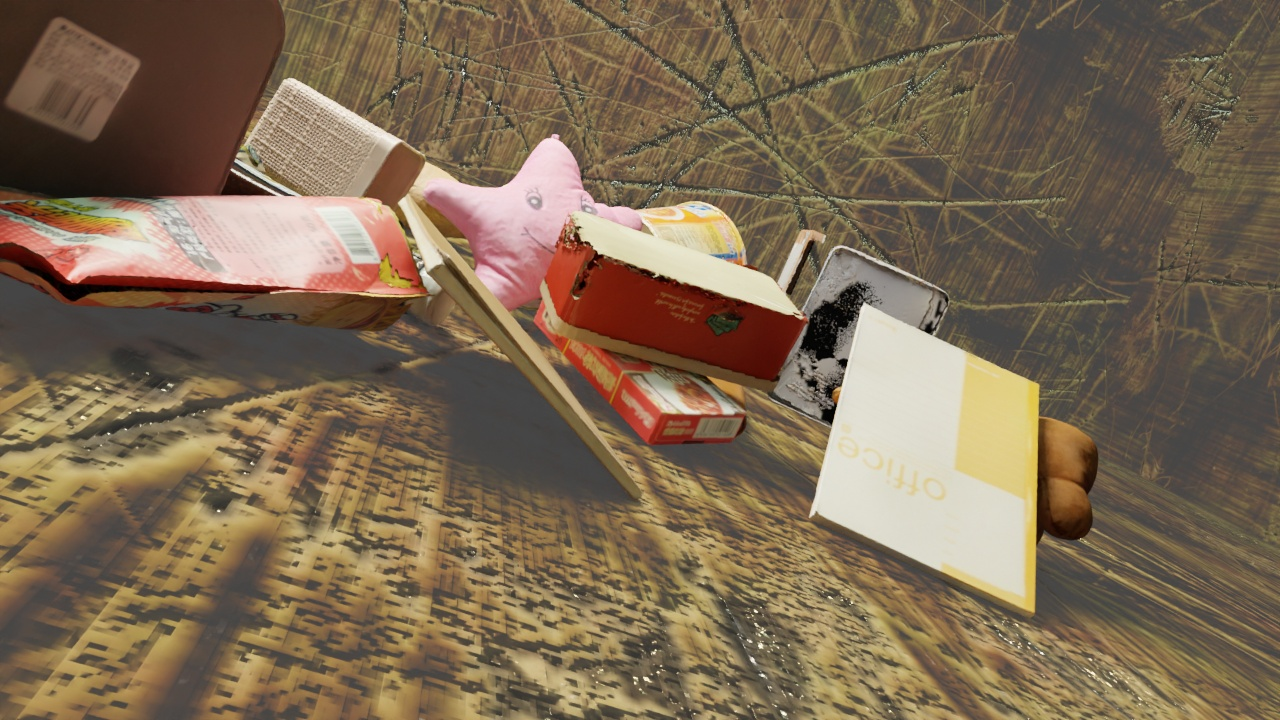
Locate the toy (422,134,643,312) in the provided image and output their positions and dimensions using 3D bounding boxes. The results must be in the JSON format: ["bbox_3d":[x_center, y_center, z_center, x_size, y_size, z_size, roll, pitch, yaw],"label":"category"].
[{"bbox_3d":[-0.081,-0.108,0.745,0.194,0.178,0.075,9,-24,-27],"label":"toy"}]

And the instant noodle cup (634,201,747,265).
[{"bbox_3d":[0.019,-0.091,0.950,0.111,0.151,0.151,-5,28,-46],"label":"instant noodle cup"}]

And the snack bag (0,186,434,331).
[{"bbox_3d":[-0.201,-0.049,0.416,0.129,0.073,0.207,24,13,27],"label":"snack bag"}]

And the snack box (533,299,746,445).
[{"bbox_3d":[-0.004,0.004,0.618,0.075,0.025,0.153,4,28,-41],"label":"snack box"}]

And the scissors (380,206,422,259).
[{"bbox_3d":[-0.182,-0.088,0.691,0.163,0.014,0.165,37,-10,25],"label":"scissors"}]

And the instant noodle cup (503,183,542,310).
[{"bbox_3d":[-0.098,-0.102,0.856,0.111,0.112,0.123,21,18,-17],"label":"instant noodle cup"}]

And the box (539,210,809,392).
[{"bbox_3d":[0.025,-0.047,0.623,0.168,0.077,0.091,15,23,-22],"label":"box"}]

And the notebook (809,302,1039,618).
[{"bbox_3d":[0.198,0.056,0.613,0.146,0.010,0.205,25,46,2],"label":"notebook"}]

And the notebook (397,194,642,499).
[{"bbox_3d":[-0.073,-0.017,0.503,0.149,0.012,0.211,51,-3,-25],"label":"notebook"}]

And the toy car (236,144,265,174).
[{"bbox_3d":[-0.313,-0.140,0.685,0.090,0.042,0.035,-88,157,-81],"label":"toy car"}]

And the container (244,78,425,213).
[{"bbox_3d":[-0.260,-0.171,0.779,0.111,0.090,0.090,33,4,1],"label":"container"}]

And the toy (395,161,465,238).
[{"bbox_3d":[-0.235,-0.171,0.973,0.225,0.082,0.143,21,14,-38],"label":"toy"}]

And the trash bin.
[{"bbox_3d":[-0.323,-0.178,0.456,0.220,0.199,0.198,36,14,23],"label":"trash bin"}]

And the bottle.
[{"bbox_3d":[-0.211,-0.081,0.610,0.195,0.044,0.080,27,0,9],"label":"bottle"}]

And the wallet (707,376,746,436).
[{"bbox_3d":[0.035,0.018,0.726,0.108,0.031,0.131,27,9,3],"label":"wallet"}]

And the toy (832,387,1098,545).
[{"bbox_3d":[0.239,0.069,0.706,0.199,0.130,0.140,37,-16,9],"label":"toy"}]

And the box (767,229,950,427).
[{"bbox_3d":[0.220,-0.030,1.003,0.158,0.181,0.205,23,10,1],"label":"box"}]
